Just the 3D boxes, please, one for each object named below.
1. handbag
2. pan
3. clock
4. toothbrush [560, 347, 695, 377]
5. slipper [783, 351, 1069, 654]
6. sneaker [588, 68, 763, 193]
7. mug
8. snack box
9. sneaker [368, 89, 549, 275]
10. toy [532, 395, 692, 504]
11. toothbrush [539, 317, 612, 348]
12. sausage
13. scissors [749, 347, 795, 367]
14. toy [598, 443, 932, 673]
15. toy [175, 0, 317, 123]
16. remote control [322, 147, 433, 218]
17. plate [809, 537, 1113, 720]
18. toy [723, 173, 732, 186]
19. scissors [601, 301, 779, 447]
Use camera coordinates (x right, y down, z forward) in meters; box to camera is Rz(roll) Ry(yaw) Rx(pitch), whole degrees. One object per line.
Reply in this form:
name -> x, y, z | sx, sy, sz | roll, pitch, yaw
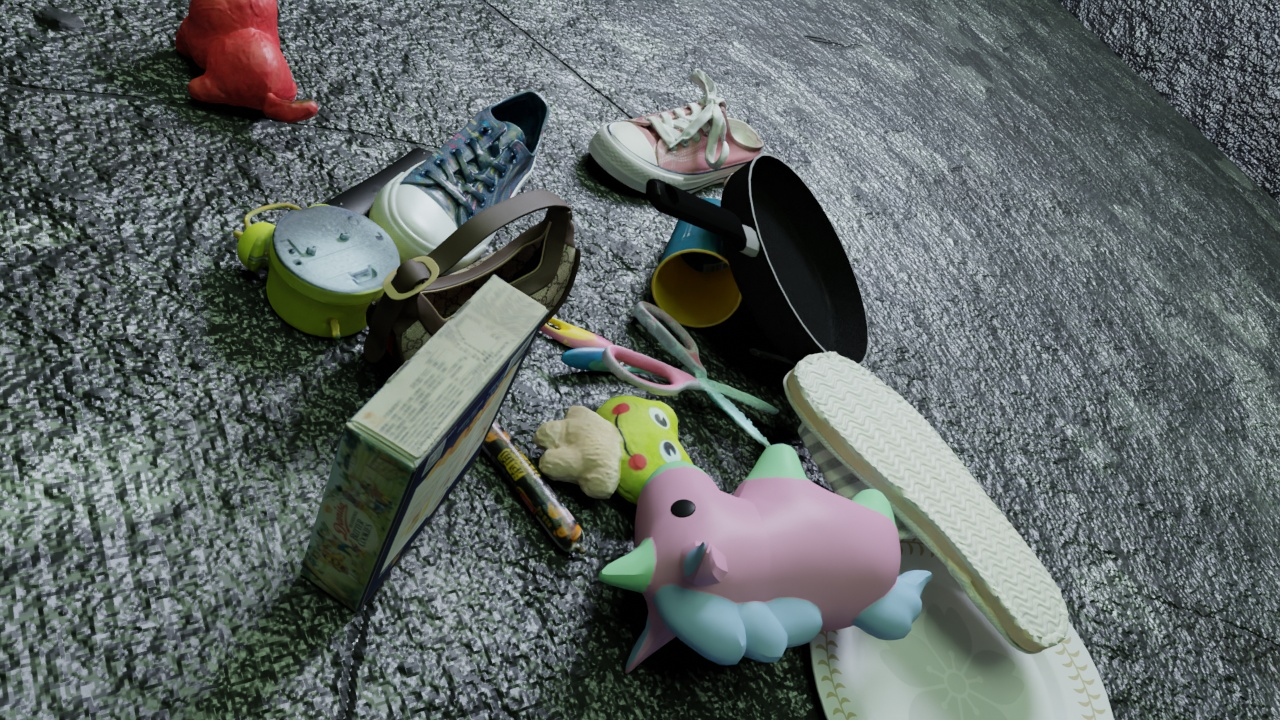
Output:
handbag -> -0.111, -0.053, 0.616 | 0.166, 0.139, 0.063 | -30, 68, -36
pan -> 0.095, -0.089, 0.749 | 0.355, 0.044, 0.204 | 8, 62, -55
clock -> -0.220, -0.070, 0.626 | 0.119, 0.057, 0.083 | 45, 42, 12
toothbrush -> -0.004, 0.004, 0.728 | 0.135, 0.022, 0.017 | 10, 36, -32
slipper -> 0.210, 0.105, 0.695 | 0.114, 0.054, 0.272 | -26, 68, -43
sneaker -> 0.053, -0.232, 0.944 | 0.240, 0.088, 0.118 | -18, 62, -44
mug -> 0.057, -0.094, 0.827 | 0.078, 0.078, 0.121 | 27, 36, -9
snack box -> -0.120, 0.045, 0.512 | 0.042, 0.145, 0.144 | 32, 40, 0
sneaker -> -0.129, -0.150, 0.736 | 0.087, 0.079, 0.234 | 43, 36, -13
toy -> -0.019, 0.062, 0.644 | 0.117, 0.043, 0.092 | 4, 50, -29
toothbrush -> -0.076, -0.031, 0.719 | 0.135, 0.016, 0.021 | 27, 39, -13
sausage -> -0.085, 0.069, 0.610 | 0.020, 0.020, 0.155 | -24, 67, -45
scissors -> 0.163, -0.002, 0.852 | 0.141, 0.014, 0.174 | 28, 39, -12
toy -> 0.090, 0.134, 0.586 | 0.222, 0.120, 0.170 | 24, 35, -3
toy -> -0.303, -0.242, 0.710 | 0.133, 0.094, 0.087 | 49, 42, 14
remote control -> -0.202, -0.135, 0.730 | 0.041, 0.020, 0.151 | 34, 37, 0
plate -> 0.227, 0.229, 0.649 | 0.242, 0.016, 0.242 | 12, 50, -15
toy -> 0.139, -0.135, 0.932 | 0.105, 0.067, 0.137 | 11, 53, -35
scissors -> 0.039, 0.004, 0.736 | 0.170, 0.014, 0.168 | 19, 30, -26
